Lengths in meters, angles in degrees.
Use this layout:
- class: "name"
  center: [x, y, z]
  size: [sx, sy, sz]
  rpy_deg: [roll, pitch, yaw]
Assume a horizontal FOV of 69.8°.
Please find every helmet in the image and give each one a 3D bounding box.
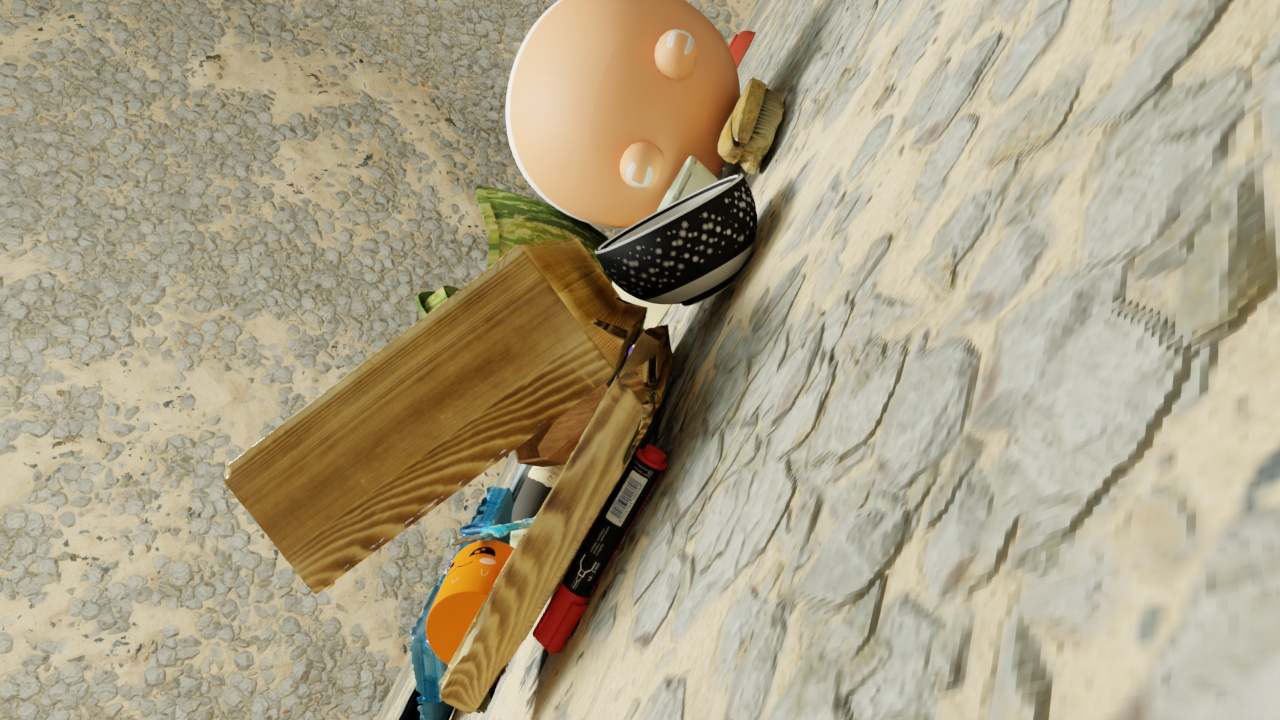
- class: "helmet"
  center: [-0.116, -0.071, 1.100]
  size: [0.213, 0.246, 0.243]
  rpy_deg: [-58, 44, 17]

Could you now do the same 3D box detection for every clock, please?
- class: "clock"
  center: [-0.135, 0.160, 1.118]
  size: [0.090, 0.052, 0.130]
  rpy_deg: [-64, 7, -14]
- class: "clock"
  center: [-0.242, 0.399, 0.993]
  size: [0.121, 0.042, 0.091]
  rpy_deg: [-61, 6, 7]

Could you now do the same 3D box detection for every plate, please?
- class: "plate"
  center: [-0.079, 0.069, 0.978]
  size: [0.131, 0.025, 0.131]
  rpy_deg: [-32, 25, 17]

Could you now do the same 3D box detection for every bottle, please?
- class: "bottle"
  center: [-0.115, 0.168, 0.952]
  size: [0.046, 0.045, 0.184]
  rpy_deg: [-56, 9, 43]

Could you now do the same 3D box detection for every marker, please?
- class: "marker"
  center: [-0.025, 0.118, 0.573]
  size: [0.145, 0.021, 0.023]
  rpy_deg: [-61, 37, 12]

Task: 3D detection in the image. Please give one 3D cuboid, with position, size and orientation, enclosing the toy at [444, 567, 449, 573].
- class: "toy"
  center: [-0.206, 0.277, 1.079]
  size: [0.087, 0.067, 0.113]
  rpy_deg: [-85, 18, -74]

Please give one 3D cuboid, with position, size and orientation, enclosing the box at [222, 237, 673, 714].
- class: "box"
  center: [-0.076, 0.053, 0.659]
  size: [0.259, 0.220, 0.279]
  rpy_deg: [-38, 4, 8]

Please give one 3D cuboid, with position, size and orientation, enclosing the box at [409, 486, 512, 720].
- class: "box"
  center: [-0.181, 0.266, 0.964]
  size: [0.230, 0.033, 0.175]
  rpy_deg: [-71, -12, -57]

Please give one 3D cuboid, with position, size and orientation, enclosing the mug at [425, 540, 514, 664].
- class: "mug"
  center: [-0.126, 0.207, 0.814]
  size: [0.113, 0.077, 0.095]
  rpy_deg: [-29, 13, 9]

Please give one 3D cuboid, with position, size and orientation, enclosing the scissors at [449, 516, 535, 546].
- class: "scissors"
  center: [-0.144, 0.162, 0.875]
  size: [0.137, 0.128, 0.012]
  rpy_deg: [-6, -92, -58]

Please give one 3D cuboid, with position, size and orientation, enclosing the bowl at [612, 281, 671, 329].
- class: "bowl"
  center: [0.006, -0.099, 0.998]
  size: [0.118, 0.074, 0.118]
  rpy_deg: [-61, 7, 11]

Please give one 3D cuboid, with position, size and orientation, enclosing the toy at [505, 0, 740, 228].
- class: "toy"
  center: [-0.010, -0.273, 1.003]
  size: [0.280, 0.265, 0.263]
  rpy_deg: [-132, 58, -70]

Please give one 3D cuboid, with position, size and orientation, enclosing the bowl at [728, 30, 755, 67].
- class: "bowl"
  center: [0.204, -0.667, 1.995]
  size: [0.122, 0.035, 0.122]
  rpy_deg: [-61, 7, 11]

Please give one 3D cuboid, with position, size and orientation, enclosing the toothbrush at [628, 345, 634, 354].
- class: "toothbrush"
  center: [-0.005, 0.005, 0.916]
  size: [0.016, 0.015, 0.186]
  rpy_deg: [-56, 7, 10]

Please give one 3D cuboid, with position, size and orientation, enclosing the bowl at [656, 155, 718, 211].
- class: "bowl"
  center: [0.045, -0.129, 0.875]
  size: [0.117, 0.061, 0.117]
  rpy_deg: [-61, 6, 10]

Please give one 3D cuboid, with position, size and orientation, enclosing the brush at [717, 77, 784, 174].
- class: "brush"
  center: [0.107, -0.227, 0.875]
  size: [0.059, 0.043, 0.194]
  rpy_deg: [-59, 6, 31]

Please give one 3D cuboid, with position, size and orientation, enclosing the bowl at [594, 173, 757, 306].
- class: "bowl"
  center: [0.035, -0.078, 0.667]
  size: [0.120, 0.066, 0.120]
  rpy_deg: [-27, 12, 6]
